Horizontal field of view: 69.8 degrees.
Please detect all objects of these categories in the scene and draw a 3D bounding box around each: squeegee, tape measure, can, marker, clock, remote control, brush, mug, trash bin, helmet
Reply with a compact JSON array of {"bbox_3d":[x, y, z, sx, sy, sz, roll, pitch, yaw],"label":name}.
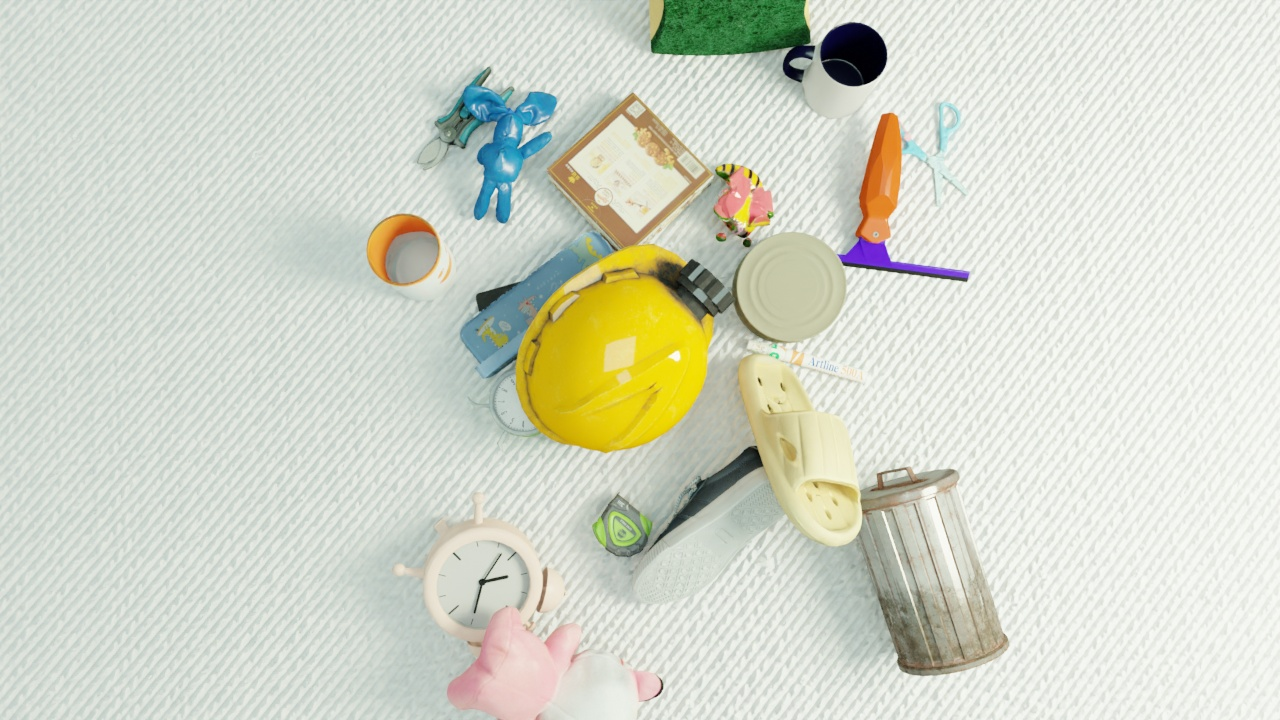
[{"bbox_3d":[0.286,-0.202,1.097,0.249,0.055,0.185,7,92,0],"label":"squeegee"},{"bbox_3d":[-0.021,0.196,1.062,0.065,0.036,0.058,42,76,7],"label":"tape measure"},{"bbox_3d":[0.172,-0.084,1.066,0.128,0.073,0.128,0,91,3],"label":"can"},{"bbox_3d":[0.198,0.000,1.094,0.145,0.017,0.017,16,84,1],"label":"marker"},{"bbox_3d":[-0.178,0.246,1.041,0.131,0.086,0.160,-42,95,-5],"label":"clock"},{"bbox_3d":[-0.123,-0.084,1.100,0.147,0.015,0.033,-16,84,-2],"label":"remote control"},{"bbox_3d":[0.104,-0.431,1.022,0.195,0.250,0.075,-2,84,3],"label":"brush"},{"bbox_3d":[0.225,-0.346,1.091,0.112,0.097,0.078,12,84,0],"label":"mug"},{"bbox_3d":[-0.129,0.044,1.073,0.119,0.042,0.094,-31,86,-3],"label":"clock"},{"bbox_3d":[-0.260,-0.116,1.056,0.082,0.105,0.082,0,84,-1],"label":"mug"},{"bbox_3d":[0.313,0.223,1.017,0.131,0.131,0.211,-17,86,-3],"label":"trash bin"},{"bbox_3d":[-0.006,0.006,0.994,0.255,0.131,0.205,-46,120,-1],"label":"helmet"}]

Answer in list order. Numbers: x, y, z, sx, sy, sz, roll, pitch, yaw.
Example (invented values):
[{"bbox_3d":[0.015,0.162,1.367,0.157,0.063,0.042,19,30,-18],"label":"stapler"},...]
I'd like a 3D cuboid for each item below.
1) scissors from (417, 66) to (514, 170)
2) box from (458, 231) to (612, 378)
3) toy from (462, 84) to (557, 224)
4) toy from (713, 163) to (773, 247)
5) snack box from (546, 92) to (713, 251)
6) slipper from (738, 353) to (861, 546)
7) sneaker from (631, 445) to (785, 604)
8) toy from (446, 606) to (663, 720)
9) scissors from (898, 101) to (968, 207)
[{"bbox_3d":[-0.217,-0.298,1.121,0.131,0.019,0.149,-4,85,1],"label":"scissors"},{"bbox_3d":[-0.117,-0.069,1.063,0.210,0.072,0.079,-36,87,2],"label":"box"},{"bbox_3d":[-0.167,-0.254,1.094,0.112,0.071,0.176,13,83,-11],"label":"toy"},{"bbox_3d":[0.120,-0.190,1.098,0.084,0.046,0.103,4,75,-19],"label":"toy"},{"bbox_3d":[-0.013,-0.220,1.103,0.147,0.041,0.143,-43,86,-5],"label":"snack box"},{"bbox_3d":[0.183,0.077,0.995,0.111,0.079,0.261,16,38,-32],"label":"slipper"},{"bbox_3d":[0.074,0.181,1.041,0.236,0.087,0.089,-42,126,12],"label":"sneaker"},{"bbox_3d":[-0.092,0.362,1.002,0.213,0.084,0.142,32,91,-20],"label":"toy"},{"bbox_3d":[0.368,-0.262,1.130,0.119,0.015,0.138,-45,92,-4],"label":"scissors"}]
